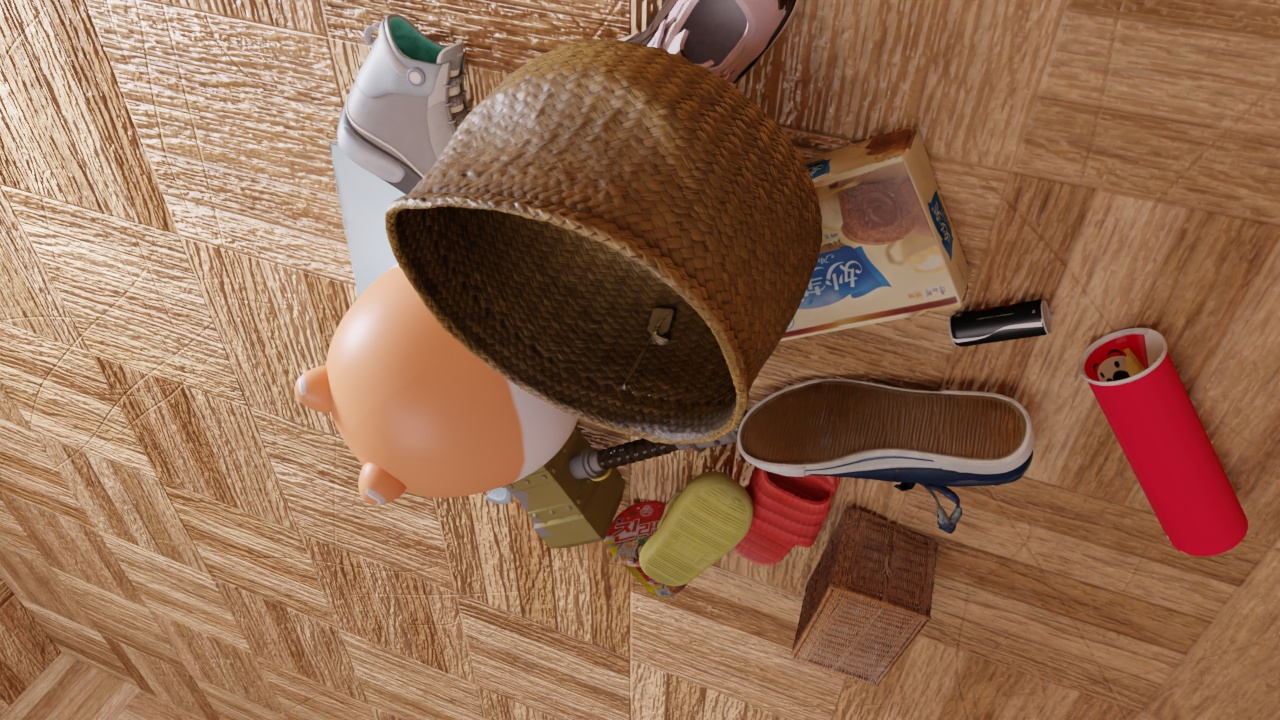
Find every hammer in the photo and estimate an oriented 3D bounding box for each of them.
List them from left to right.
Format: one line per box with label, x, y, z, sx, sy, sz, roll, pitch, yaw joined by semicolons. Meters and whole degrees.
hammer;-0.013;0.110;1.100;0.326;0.100;0.190;-18;119;33

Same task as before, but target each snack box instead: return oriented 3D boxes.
snack box;0.169;-0.103;0.823;0.208;0.055;0.153;-11;122;36

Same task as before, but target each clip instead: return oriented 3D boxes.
clip;-0.201;0.163;1.285;0.169;0.031;0.165;28;146;21

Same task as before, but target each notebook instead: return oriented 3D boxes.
notebook;-0.269;-0.125;1.082;0.181;0.009;0.254;18;135;13

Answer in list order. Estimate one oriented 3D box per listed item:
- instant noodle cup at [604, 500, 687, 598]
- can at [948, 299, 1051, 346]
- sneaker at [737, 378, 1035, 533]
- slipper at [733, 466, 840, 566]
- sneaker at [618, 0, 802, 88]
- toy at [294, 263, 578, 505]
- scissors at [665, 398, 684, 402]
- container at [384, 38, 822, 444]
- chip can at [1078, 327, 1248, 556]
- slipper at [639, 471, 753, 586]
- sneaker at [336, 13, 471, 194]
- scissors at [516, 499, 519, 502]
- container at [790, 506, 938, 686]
instant noodle cup;0.022;0.259;1.219;0.100;0.100;0.112;3;138;27
can;0.320;-0.033;0.820;0.081;0.031;0.031;-9;124;35
sneaker;0.249;0.097;0.946;0.295;0.120;0.127;0;151;26
slipper;0.163;0.185;1.090;0.103;0.059;0.249;23;138;9
sneaker;0.014;-0.225;0.752;0.111;0.116;0.295;45;135;-14
toy;-0.204;0.021;0.974;0.263;0.280;0.266;56;149;3
scissors;0.044;0.006;0.987;0.152;0.019;0.119;-26;91;32
container;-0.014;-0.088;0.723;0.307;0.196;0.307;25;156;12
chip can;0.465;0.076;0.813;0.069;0.069;0.220;-18;119;39
slipper;0.068;0.195;1.100;0.091;0.081;0.191;29;125;-6
sneaker;-0.165;-0.216;0.893;0.256;0.092;0.161;32;129;-3
scissors;-0.140;0.188;1.296;0.126;0.011;0.131;-19;117;42
container;0.262;0.284;1.086;0.113;0.113;0.199;19;138;6
